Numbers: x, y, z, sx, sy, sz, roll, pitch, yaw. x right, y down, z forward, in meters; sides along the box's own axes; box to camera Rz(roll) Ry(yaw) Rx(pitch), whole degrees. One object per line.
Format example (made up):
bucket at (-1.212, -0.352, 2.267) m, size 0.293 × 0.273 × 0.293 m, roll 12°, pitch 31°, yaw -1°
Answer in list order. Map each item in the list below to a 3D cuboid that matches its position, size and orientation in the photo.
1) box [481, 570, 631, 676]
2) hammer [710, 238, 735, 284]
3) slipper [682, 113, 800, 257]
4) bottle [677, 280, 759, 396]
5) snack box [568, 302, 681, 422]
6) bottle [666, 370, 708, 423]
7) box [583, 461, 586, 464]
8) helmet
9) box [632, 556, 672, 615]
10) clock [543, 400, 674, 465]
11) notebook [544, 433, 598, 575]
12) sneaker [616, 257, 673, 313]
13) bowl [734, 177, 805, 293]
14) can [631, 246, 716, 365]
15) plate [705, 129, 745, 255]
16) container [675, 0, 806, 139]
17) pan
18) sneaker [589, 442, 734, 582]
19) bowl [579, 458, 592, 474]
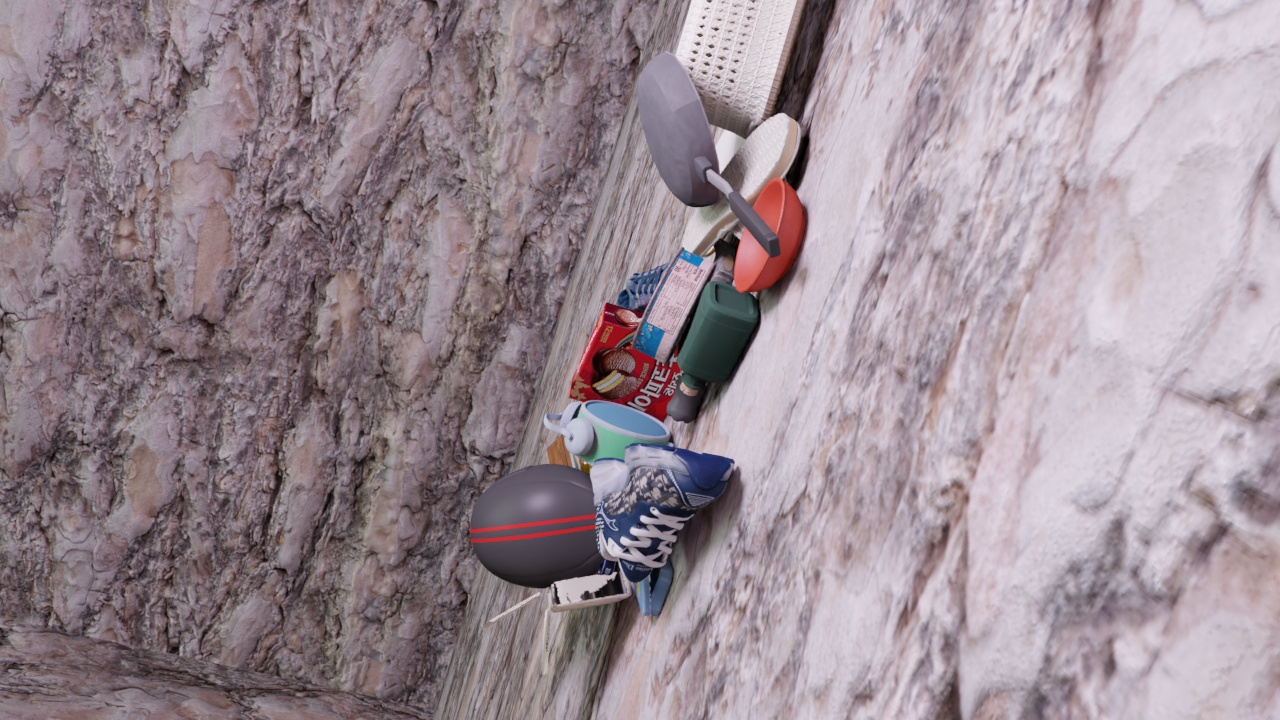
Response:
box at (-0.091, 0.317, 1.126) m, size 0.095 × 0.185 × 0.146 m, roll 59°, pitch 166°, yaw 12°
hammer at (0.036, -0.066, 1.249) m, size 0.332 × 0.030 × 0.119 m, roll -37°, pitch 34°, yaw 58°
slipper at (0.118, -0.184, 1.067) m, size 0.264 × 0.052 × 0.114 m, roll 138°, pitch 147°, yaw -60°
bottle at (0.076, -0.016, 1.005) m, size 0.061 × 0.061 × 0.132 m, roll -85°, pitch 15°, yaw -54°
snack box at (-0.007, 0.007, 1.199) m, size 0.035 × 0.132 × 0.152 m, roll -84°, pitch 15°, yaw -44°
bottle at (0.063, 0.020, 1.082) m, size 0.036 × 0.036 × 0.110 m, roll -104°, pitch 32°, yaw -69°
box at (-0.043, 0.075, 1.345) m, size 0.085 × 0.112 × 0.162 m, roll 92°, pitch 171°, yaw -50°
helmet at (-0.135, 0.223, 1.233) m, size 0.265 × 0.169 × 0.164 m, roll -13°, pitch 81°, yaw 36°
box at (-0.007, 0.231, 1.097) m, size 0.209 × 0.049 × 0.066 m, roll -116°, pitch 41°, yaw -75°
clock at (-0.046, 0.099, 1.171) m, size 0.122 × 0.161 × 0.075 m, roll -127°, pitch 54°, yaw -71°
notebook at (-0.099, 0.223, 1.375) m, size 0.179 × 0.014 × 0.249 m, roll 136°, pitch 123°, yaw -69°
sneaker at (0.022, -0.114, 1.375) m, size 0.236 × 0.079 × 0.087 m, roll 144°, pitch 140°, yaw -73°
bowl at (0.136, -0.123, 0.939) m, size 0.122 × 0.035 × 0.122 m, roll -165°, pitch 91°, yaw -79°
can at (0.038, -0.061, 1.044) m, size 0.130 × 0.044 × 0.130 m, roll -63°, pitch -4°, yaw -9°
plate at (0.115, -0.258, 1.272) m, size 0.230 × 0.021 × 0.230 m, roll -165°, pitch 91°, yaw -79°
container at (0.128, -0.389, 1.085) m, size 0.184 × 0.143 × 0.246 m, roll 66°, pitch -140°, yaw -86°
pan at (0.065, -0.204, 0.975) m, size 0.357 × 0.041 × 0.179 m, roll -118°, pitch 9°, yaw -49°
sneaker at (0.012, 0.163, 0.949) m, size 0.270 × 0.103 × 0.132 m, roll 148°, pitch 133°, yaw -64°
bowl at (-0.068, 0.178, 1.421) m, size 0.117 × 0.067 × 0.117 m, roll -165°, pitch 91°, yaw -79°
